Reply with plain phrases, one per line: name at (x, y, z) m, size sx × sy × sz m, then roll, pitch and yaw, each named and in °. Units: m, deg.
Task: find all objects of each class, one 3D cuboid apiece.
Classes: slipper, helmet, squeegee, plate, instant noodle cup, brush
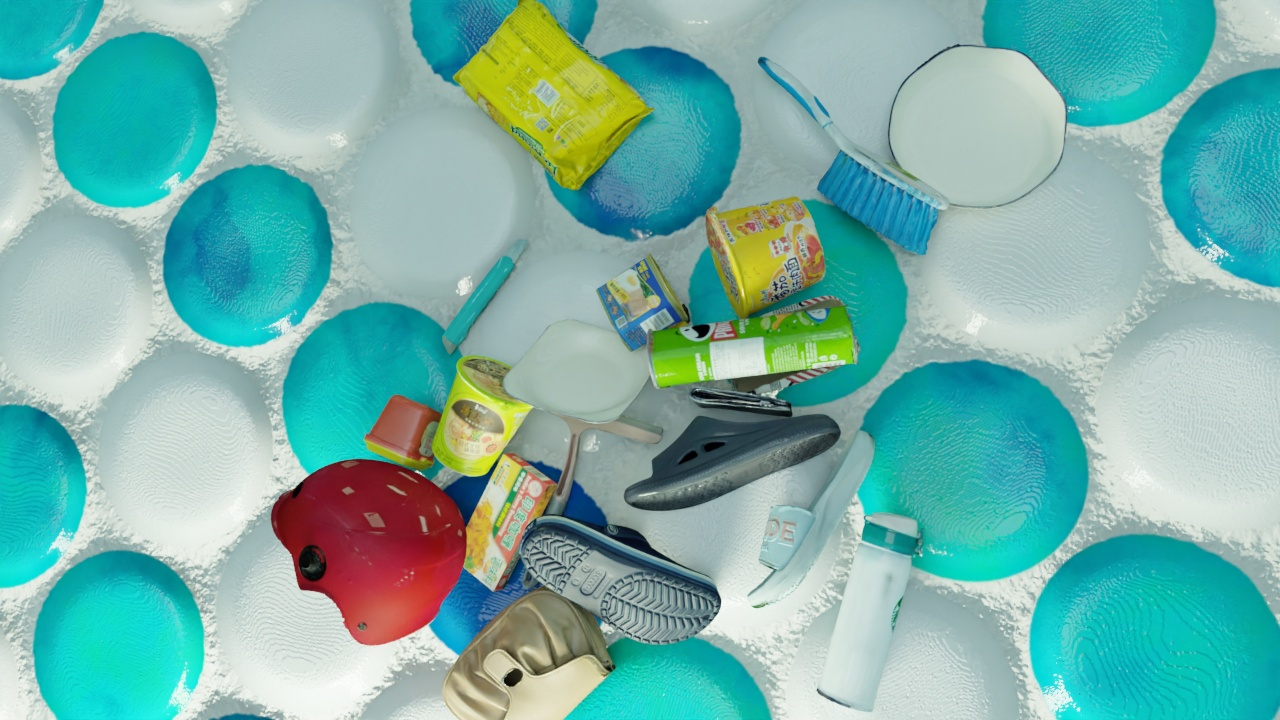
slipper at (0.103, 0.108, 1.105) m, size 0.268 × 0.111 × 0.083 m, roll -20°, pitch 64°, yaw 2°
helmet at (-0.307, 0.197, 1.094) m, size 0.240 × 0.206 × 0.144 m, roll 44°, pitch 109°, yaw 5°
squeegee at (-0.105, 0.168, 1.159) m, size 0.248 × 0.040 × 0.249 m, roll 17°, pitch 92°, yaw 27°
slipper at (-0.027, 0.255, 1.108) m, size 0.252 × 0.095 × 0.105 m, roll 25°, pitch 114°, yaw -9°
plate at (-0.071, 0.020, 1.134) m, size 0.164 × 0.034 × 0.163 m, roll 17°, pitch 44°, yaw 20°
instant noodle cup at (0.151, -0.129, 1.103) m, size 0.110 × 0.138 × 0.138 m, roll -20°, pitch 81°, yaw -1°
instant noodle cup at (-0.200, 0.075, 1.143) m, size 0.112 × 0.111 × 0.124 m, roll 33°, pitch 109°, yaw 12°
slipper at (0.191, 0.182, 1.075) m, size 0.074 × 0.104 × 0.245 m, roll 32°, pitch 85°, yaw 9°
plate at (0.406, -0.279, 1.116) m, size 0.205 × 0.045 × 0.204 m, roll -1°, pitch 82°, yaw 10°
brush at (0.244, -0.255, 1.125) m, size 0.314 × 0.060 × 0.110 m, roll 39°, pitch 122°, yaw 24°

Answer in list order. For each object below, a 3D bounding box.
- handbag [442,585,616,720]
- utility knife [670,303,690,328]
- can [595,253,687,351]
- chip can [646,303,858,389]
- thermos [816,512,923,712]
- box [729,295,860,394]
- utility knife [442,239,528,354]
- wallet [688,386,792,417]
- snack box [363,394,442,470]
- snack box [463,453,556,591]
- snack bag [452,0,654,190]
handbag at (-0.137, 0.375, 1.110) m, size 0.148 × 0.099 × 0.204 m, roll 45°, pitch 96°, yaw 9°
utility knife at (-0.007, 0.007, 1.171) m, size 0.202 × 0.015 × 0.033 m, roll -47°, pitch 56°, yaw 3°
can at (0.000, -0.071, 1.143) m, size 0.083 × 0.057 × 0.102 m, roll -32°, pitch 47°, yaw 8°
chip can at (0.128, -0.015, 1.064) m, size 0.236 × 0.072 × 0.072 m, roll -7°, pitch 82°, yaw 10°
thermos at (0.270, 0.287, 1.066) m, size 0.073 × 0.073 × 0.224 m, roll 16°, pitch 86°, yaw 11°
box at (0.176, -0.020, 1.110) m, size 0.162 × 0.075 × 0.086 m, roll -21°, pitch 111°, yaw 11°
utility knife at (-0.207, -0.088, 1.217) m, size 0.029 × 0.013 × 0.182 m, roll 37°, pitch 92°, yaw 8°
wallet at (0.122, 0.052, 1.102) m, size 0.121 × 0.097 × 0.019 m, roll 7°, pitch 83°, yaw 11°
snack box at (-0.296, 0.092, 1.176) m, size 0.082 × 0.091 × 0.080 m, roll 22°, pitch 81°, yaw 12°
snack box at (-0.172, 0.202, 1.153) m, size 0.077 × 0.027 × 0.156 m, roll 31°, pitch 99°, yaw 25°
snack bag at (-0.119, -0.352, 1.205) m, size 0.246 × 0.068 × 0.158 m, roll 44°, pitch 92°, yaw 11°
